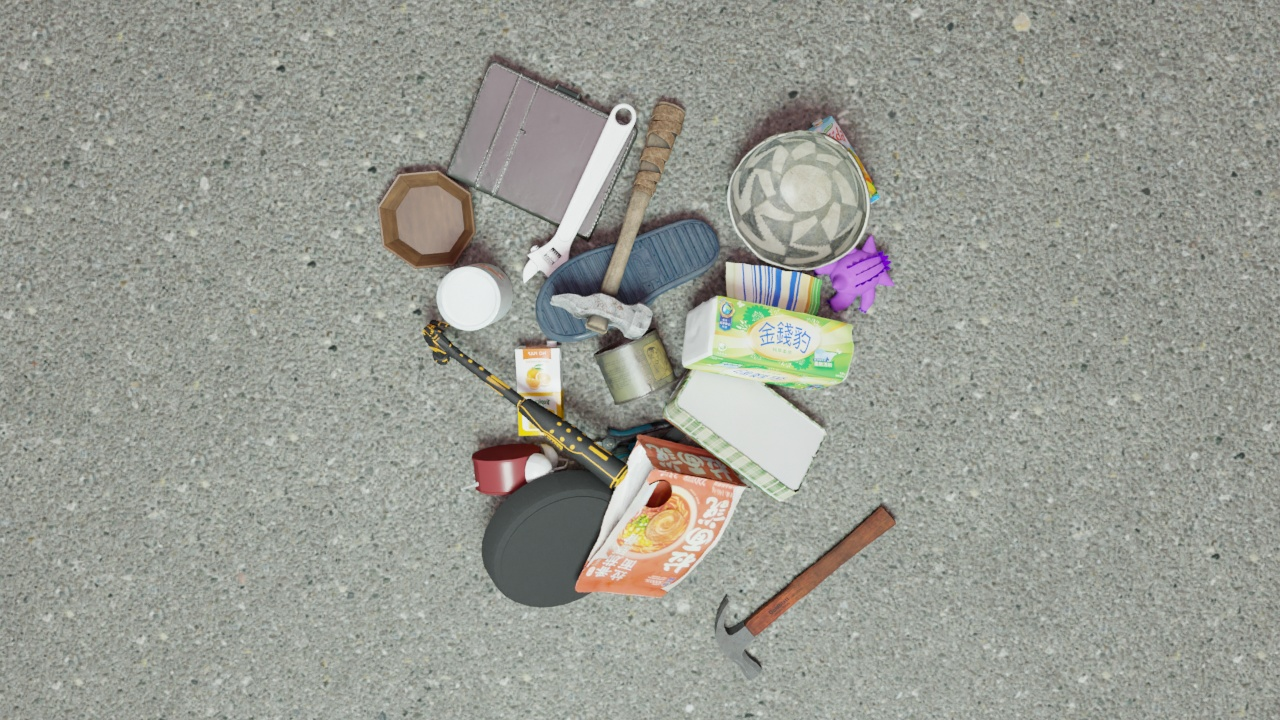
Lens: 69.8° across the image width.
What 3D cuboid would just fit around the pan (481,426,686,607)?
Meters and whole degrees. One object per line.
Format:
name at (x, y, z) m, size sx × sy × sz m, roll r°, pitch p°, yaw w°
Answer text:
pan at (-0.047, 0.191, 1.208) m, size 0.355 × 0.044 × 0.204 m, roll -40°, pitch 127°, yaw -1°

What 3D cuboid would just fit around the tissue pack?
tissue pack at (0.163, -0.050, 1.165) m, size 0.197 × 0.120 × 0.141 m, roll 12°, pitch 78°, yaw -22°

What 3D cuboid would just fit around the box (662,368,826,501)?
box at (0.138, 0.083, 1.205) m, size 0.205 × 0.050 × 0.117 m, roll 36°, pitch 59°, yaw -6°

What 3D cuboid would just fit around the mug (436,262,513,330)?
mug at (-0.211, -0.083, 1.179) m, size 0.082 × 0.105 × 0.082 m, roll 0°, pitch 97°, yaw 0°

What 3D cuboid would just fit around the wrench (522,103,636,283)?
wrench at (-0.076, -0.204, 1.184) m, size 0.066 × 0.018 × 0.273 m, roll 27°, pitch 100°, yaw -4°

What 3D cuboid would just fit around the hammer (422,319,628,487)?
hammer at (-0.149, 0.054, 1.159) m, size 0.320 × 0.123 × 0.036 m, roll 36°, pitch 67°, yaw 10°

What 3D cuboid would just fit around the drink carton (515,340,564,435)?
drink carton at (-0.134, 0.036, 1.228) m, size 0.058 × 0.040 × 0.122 m, roll -1°, pitch 98°, yaw 1°

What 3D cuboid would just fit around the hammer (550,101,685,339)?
hammer at (-0.008, -0.183, 1.147) m, size 0.121 × 0.049 × 0.318 m, roll 20°, pitch 76°, yaw -6°

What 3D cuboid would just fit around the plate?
plate at (-0.279, -0.185, 1.206) m, size 0.131 × 0.025 × 0.131 m, roll 0°, pitch 98°, yaw 0°

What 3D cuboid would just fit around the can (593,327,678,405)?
can at (-0.007, 0.007, 1.198) m, size 0.090 × 0.090 × 0.074 m, roll -22°, pitch 96°, yaw 3°

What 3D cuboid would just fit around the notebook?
notebook at (-0.127, -0.273, 1.193) m, size 0.209 × 0.029 × 0.169 m, roll 24°, pitch 99°, yaw -6°

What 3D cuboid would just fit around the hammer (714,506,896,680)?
hammer at (0.228, 0.308, 1.269) m, size 0.301 × 0.028 × 0.111 m, roll -41°, pitch 96°, yaw 5°

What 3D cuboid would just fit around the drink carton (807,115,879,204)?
drink carton at (0.259, -0.253, 1.185) m, size 0.044 × 0.038 × 0.129 m, roll -32°, pitch 97°, yaw 4°

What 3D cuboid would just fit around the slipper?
slipper at (-0.022, -0.106, 1.195) m, size 0.263 × 0.083 × 0.101 m, roll -28°, pitch 90°, yaw -15°

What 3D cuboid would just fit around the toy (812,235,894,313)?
toy at (0.280, -0.113, 1.196) m, size 0.088 × 0.056 × 0.106 m, roll -26°, pitch 95°, yaw 1°

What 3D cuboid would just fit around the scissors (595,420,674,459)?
scissors at (-0.012, 0.116, 1.248) m, size 0.144 × 0.019 × 0.126 m, roll 34°, pitch 95°, yaw -4°

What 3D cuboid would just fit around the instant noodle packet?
instant noodle packet at (0.021, 0.220, 1.210) m, size 0.164 × 0.084 × 0.221 m, roll 16°, pitch 110°, yaw -39°

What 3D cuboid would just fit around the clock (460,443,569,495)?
clock at (-0.164, 0.143, 1.216) m, size 0.137 × 0.096 × 0.048 m, roll -4°, pitch 98°, yaw 4°

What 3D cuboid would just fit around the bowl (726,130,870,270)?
bowl at (0.206, -0.209, 1.162) m, size 0.179 × 0.081 × 0.179 m, roll 11°, pitch 119°, yaw 20°
